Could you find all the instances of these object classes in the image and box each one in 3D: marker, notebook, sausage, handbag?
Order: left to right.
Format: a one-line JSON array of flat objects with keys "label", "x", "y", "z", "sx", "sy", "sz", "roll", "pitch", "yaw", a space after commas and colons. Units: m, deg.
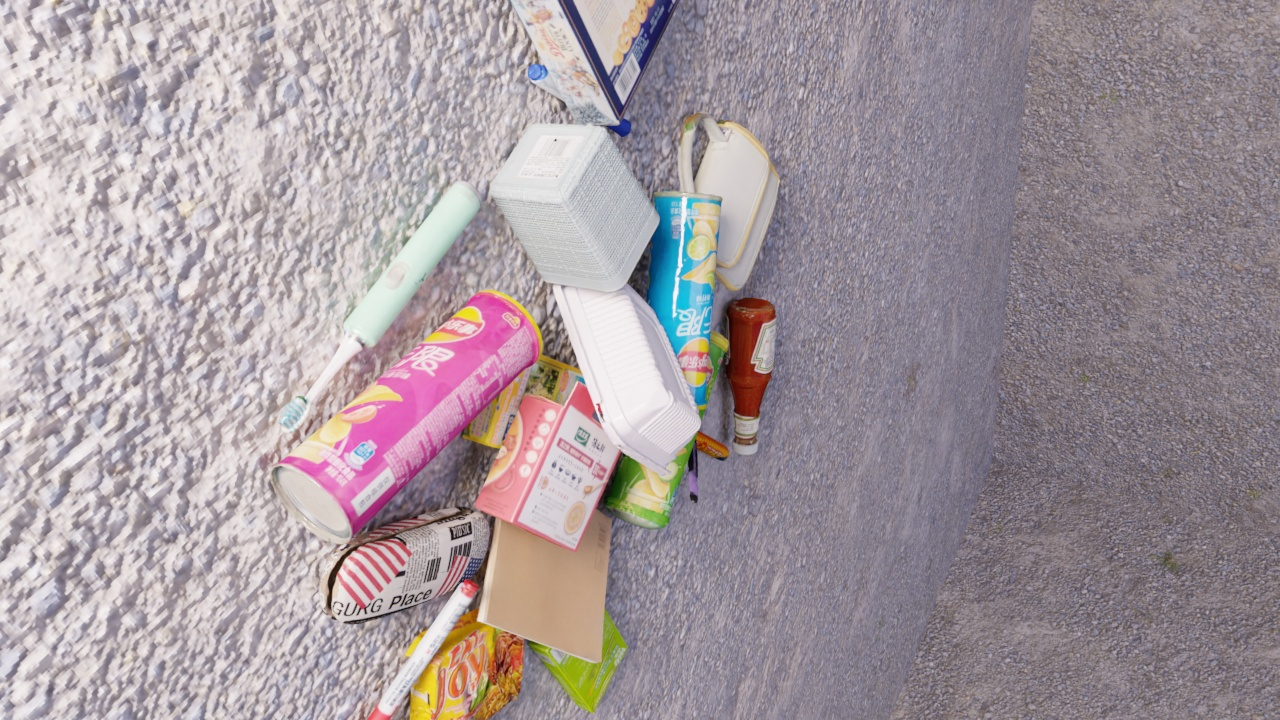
[{"label": "marker", "x": -0.175, "y": 0.237, "z": 0.725, "sx": 0.145, "sy": 0.017, "sz": 0.017, "roll": -56, "pitch": 147, "yaw": -5}, {"label": "notebook", "x": -0.080, "y": 0.191, "z": 0.865, "sx": 0.211, "sy": 0.012, "sz": 0.149, "roll": 46, "pitch": 43, "yaw": -54}, {"label": "marker", "x": -0.050, "y": -0.222, "z": 0.790, "sx": 0.145, "sy": 0.017, "sz": 0.017, "roll": 11, "pitch": 92, "yaw": -61}, {"label": "sausage", "x": 0.078, "y": 0.102, "z": 1.137, "sx": 0.165, "sy": 0.021, "sz": 0.021, "roll": 32, "pitch": 74, "yaw": -59}, {"label": "handbag", "x": 0.085, "y": -0.181, "z": 1.002, "sx": 0.178, "sy": 0.063, "sz": 0.163, "roll": 44, "pitch": 62, "yaw": -53}]

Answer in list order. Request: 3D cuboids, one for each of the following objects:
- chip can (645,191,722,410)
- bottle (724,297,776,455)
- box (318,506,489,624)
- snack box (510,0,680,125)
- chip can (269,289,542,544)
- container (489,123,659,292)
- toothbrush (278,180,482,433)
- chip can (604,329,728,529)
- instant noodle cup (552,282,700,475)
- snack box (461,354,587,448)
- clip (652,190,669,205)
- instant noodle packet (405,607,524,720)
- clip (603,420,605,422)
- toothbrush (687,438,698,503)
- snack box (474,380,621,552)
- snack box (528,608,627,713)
[{"label": "chip can", "x": 0.039, "y": -0.058, "z": 0.911, "sx": 0.071, "sy": 0.071, "sz": 0.210, "roll": -5, "pitch": 101, "yaw": -59}, {"label": "bottle", "x": 0.137, "y": 0.024, "z": 1.169, "sx": 0.059, "sy": 0.060, "sz": 0.206, "roll": -32, "pitch": 129, "yaw": -51}, {"label": "box", "x": -0.179, "y": 0.153, "z": 0.704, "sx": 0.164, "sy": 0.060, "sz": 0.072, "roll": -1, "pitch": 126, "yaw": -60}, {"label": "snack box", "x": -0.035, "y": -0.316, "z": 0.732, "sx": 0.177, "sy": 0.046, "sz": 0.182, "roll": -67, "pitch": 147, "yaw": -26}, {"label": "chip can", "x": -0.159, "y": 0.033, "z": 0.653, "sx": 0.209, "sy": 0.071, "sz": 0.071, "roll": -48, "pitch": 140, "yaw": -39}, {"label": "container", "x": -0.055, "y": -0.127, "z": 0.750, "sx": 0.089, "sy": 0.090, "sz": 0.111, "roll": -63, "pitch": 145, "yaw": -23}, {"label": "toothbrush", "x": -0.178, "y": -0.041, "z": 0.636, "sx": 0.224, "sy": 0.026, "sz": 0.027, "roll": -60, "pitch": 168, "yaw": -27}, {"label": "chip can", "x": 0.028, "y": 0.071, "z": 0.988, "sx": 0.072, "sy": 0.073, "sz": 0.221, "roll": 38, "pitch": 69, "yaw": -58}, {"label": "instant noodle cup", "x": -0.005, "y": 0.005, "z": 0.818, "sx": 0.138, "sy": 0.060, "sz": 0.173, "roll": 41, "pitch": 22, "yaw": -59}, {"label": "snack box", "x": -0.092, "y": 0.040, "z": 0.810, "sx": 0.140, "sy": 0.034, "sz": 0.087, "roll": 25, "pitch": 80, "yaw": -62}, {"label": "clip", "x": 0.017, "y": -0.150, "z": 0.937, "sx": 0.056, "sy": 0.015, "sz": 0.049, "roll": -46, "pitch": 136, "yaw": -38}, {"label": "instant noodle packet", "x": -0.150, "y": 0.272, "z": 0.795, "sx": 0.128, "sy": 0.044, "sz": 0.111, "roll": -15, "pitch": 110, "yaw": -57}, {"label": "clip", "x": -0.023, "y": 0.041, "z": 0.930, "sx": 0.094, "sy": 0.035, "sz": 0.102, "roll": 55, "pitch": 47, "yaw": -48}, {"label": "toothbrush", "x": 0.056, "y": 0.100, "z": 1.023, "sx": 0.188, "sy": 0.014, "sz": 0.017, "roll": -87, "pitch": -158, "yaw": -59}, {"label": "snack box", "x": -0.071, "y": 0.088, "z": 0.788, "sx": 0.127, "sy": 0.044, "sz": 0.113, "roll": -65, "pitch": 148, "yaw": -13}, {"label": "snack box", "x": -0.062, "y": 0.303, "z": 0.975, "sx": 0.085, "sy": 0.026, "sz": 0.156, "roll": -58, "pitch": 145, "yaw": -30}]
